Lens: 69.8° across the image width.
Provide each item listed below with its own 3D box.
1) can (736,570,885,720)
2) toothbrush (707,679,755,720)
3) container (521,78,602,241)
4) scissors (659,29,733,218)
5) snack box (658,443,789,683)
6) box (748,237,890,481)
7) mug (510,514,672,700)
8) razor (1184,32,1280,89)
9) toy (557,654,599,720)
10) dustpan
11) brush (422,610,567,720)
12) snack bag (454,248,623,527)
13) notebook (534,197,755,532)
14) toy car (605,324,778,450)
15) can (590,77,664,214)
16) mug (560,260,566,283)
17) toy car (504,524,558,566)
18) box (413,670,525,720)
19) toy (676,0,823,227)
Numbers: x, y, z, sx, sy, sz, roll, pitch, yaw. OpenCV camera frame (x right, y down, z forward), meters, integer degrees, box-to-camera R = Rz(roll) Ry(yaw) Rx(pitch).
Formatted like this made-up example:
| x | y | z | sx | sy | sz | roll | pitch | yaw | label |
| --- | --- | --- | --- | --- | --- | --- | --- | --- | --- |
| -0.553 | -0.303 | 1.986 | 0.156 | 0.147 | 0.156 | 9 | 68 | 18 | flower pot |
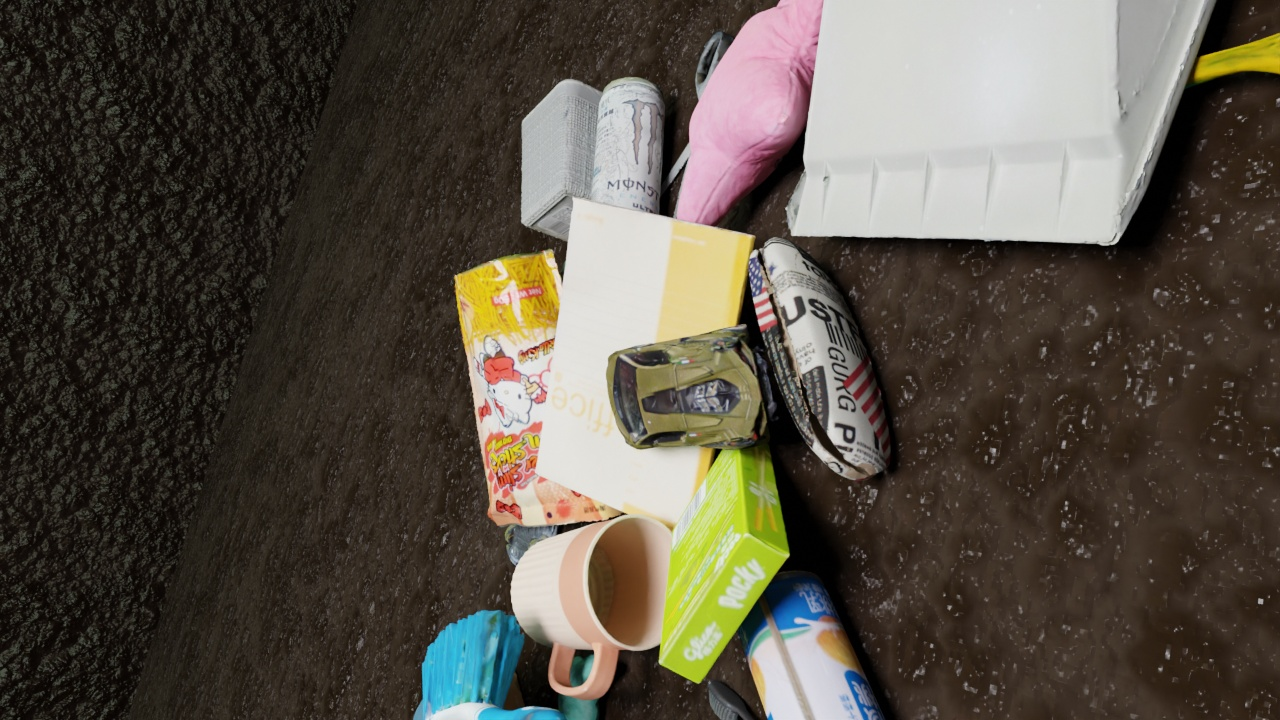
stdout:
| x | y | z | sx | sy | sz | roll | pitch | yaw | label |
| --- | --- | --- | --- | --- | --- | --- | --- | --- | --- |
| 0.089 | 0.173 | 0.448 | 0.053 | 0.053 | 0.134 | -52 | 35 | 27 | can |
| 0.083 | 0.223 | 0.469 | 0.189 | 0.014 | 0.017 | 34 | 110 | 58 | toothbrush |
| -0.056 | -0.175 | 0.841 | 0.090 | 0.090 | 0.114 | -29 | 53 | 49 | container |
| 0.052 | -0.195 | 0.754 | 0.178 | 0.014 | 0.159 | -33 | 47 | 47 | scissors |
| 0.045 | 0.102 | 0.516 | 0.086 | 0.026 | 0.156 | -60 | 3 | 14 | snack box |
| 0.103 | -0.007 | 0.518 | 0.056 | 0.070 | 0.164 | -27 | 50 | 17 | box |
| -0.032 | 0.166 | 0.612 | 0.106 | 0.081 | 0.114 | -25 | 46 | 52 | mug |
| 0.242 | -0.121 | 0.402 | 0.133 | 0.028 | 0.043 | -2 | 75 | 59 | razor |
| -0.048 | 0.253 | 0.643 | 0.097 | 0.030 | 0.091 | -28 | 48 | 56 | toy |
| 0.204 | -0.194 | 0.481 | 0.223 | 0.142 | 0.258 | 16 | 108 | 60 | dustpan |
| -0.091 | 0.200 | 0.551 | 0.316 | 0.060 | 0.109 | 125 | 157 | -50 | brush |
| -0.087 | 0.026 | 0.716 | 0.129 | 0.073 | 0.208 | -13 | 88 | 32 | snack bag |
| -0.004 | 0.004 | 0.623 | 0.146 | 0.010 | 0.206 | 19 | 106 | 33 | notebook |
| 0.023 | 0.021 | 0.558 | 0.158 | 0.042 | 0.070 | -10 | 93 | 55 | toy car |
| -0.011 | -0.163 | 0.776 | 0.058 | 0.058 | 0.146 | -24 | 56 | 50 | can |
| -0.011 | -0.039 | 0.704 | 0.106 | 0.082 | 0.112 | 22 | 110 | 58 | mug |
| -0.084 | 0.116 | 0.770 | 0.054 | 0.036 | 0.120 | 12 | 91 | 54 | toy car |
| -0.123 | 0.311 | 0.700 | 0.090 | 0.060 | 0.184 | -59 | 34 | 16 | box |
| 0.078 | -0.168 | 0.623 | 0.195 | 0.074 | 0.178 | -60 | 9 | 21 | toy |
